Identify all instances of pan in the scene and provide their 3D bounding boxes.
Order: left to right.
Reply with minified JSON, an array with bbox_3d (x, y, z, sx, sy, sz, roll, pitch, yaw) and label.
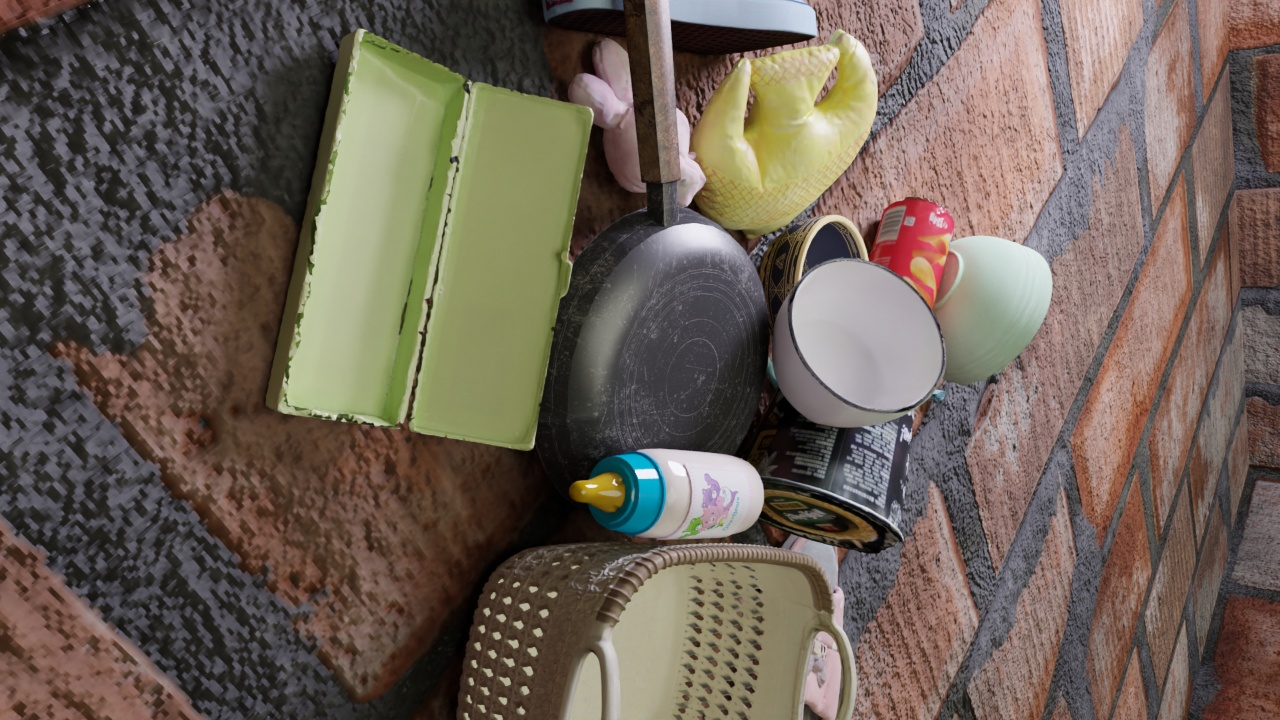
[{"bbox_3d":[0.016,-0.065,0.546,0.207,0.040,0.357,-23,119,-41],"label":"pan"}]

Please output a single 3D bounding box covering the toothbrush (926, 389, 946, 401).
[{"bbox_3d":[0.265,0.039,0.925,0.188,0.017,0.016,-3,96,-49],"label":"toothbrush"}]

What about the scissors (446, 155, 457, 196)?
[{"bbox_3d":[-0.097,-0.052,0.505,0.094,0.014,0.170,16,80,-47],"label":"scissors"}]

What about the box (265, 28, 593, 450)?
[{"bbox_3d":[-0.102,-0.055,0.464,0.141,0.044,0.187,10,87,-23],"label":"box"}]

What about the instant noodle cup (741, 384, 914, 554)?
[{"bbox_3d":[0.145,0.070,0.700,0.137,0.137,0.112,42,63,-43],"label":"instant noodle cup"}]

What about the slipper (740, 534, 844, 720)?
[{"bbox_3d":[0.125,0.272,0.760,0.114,0.054,0.274,33,70,-46],"label":"slipper"}]

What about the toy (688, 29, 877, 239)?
[{"bbox_3d":[0.104,-0.154,0.664,0.170,0.064,0.155,-25,139,-25],"label":"toy"}]

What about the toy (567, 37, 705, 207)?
[{"bbox_3d":[-0.003,-0.145,0.579,0.110,0.047,0.063,52,53,-26],"label":"toy"}]

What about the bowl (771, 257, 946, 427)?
[{"bbox_3d":[0.141,-0.005,0.627,0.116,0.066,0.116,7,63,-14],"label":"bowl"}]

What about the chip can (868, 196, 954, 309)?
[{"bbox_3d":[0.225,-0.033,0.832,0.073,0.073,0.232,39,64,-44],"label":"chip can"}]

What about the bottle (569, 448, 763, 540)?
[{"bbox_3d":[0.013,0.076,0.521,0.146,0.051,0.051,10,86,-48],"label":"bottle"}]

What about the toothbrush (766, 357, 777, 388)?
[{"bbox_3d":[0.111,0.012,0.748,0.016,0.017,0.181,-54,132,-25],"label":"toothbrush"}]

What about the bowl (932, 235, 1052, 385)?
[{"bbox_3d":[0.307,-0.060,0.883,0.077,0.151,0.150,27,72,-21],"label":"bowl"}]

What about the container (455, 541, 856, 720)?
[{"bbox_3d":[0.010,0.194,0.554,0.245,0.143,0.184,17,81,-48],"label":"container"}]

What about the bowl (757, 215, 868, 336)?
[{"bbox_3d":[0.127,-0.057,0.723,0.112,0.061,0.112,-6,99,-48],"label":"bowl"}]

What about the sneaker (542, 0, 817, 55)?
[{"bbox_3d":[0.036,-0.256,0.586,0.240,0.084,0.098,-10,101,-45],"label":"sneaker"}]
